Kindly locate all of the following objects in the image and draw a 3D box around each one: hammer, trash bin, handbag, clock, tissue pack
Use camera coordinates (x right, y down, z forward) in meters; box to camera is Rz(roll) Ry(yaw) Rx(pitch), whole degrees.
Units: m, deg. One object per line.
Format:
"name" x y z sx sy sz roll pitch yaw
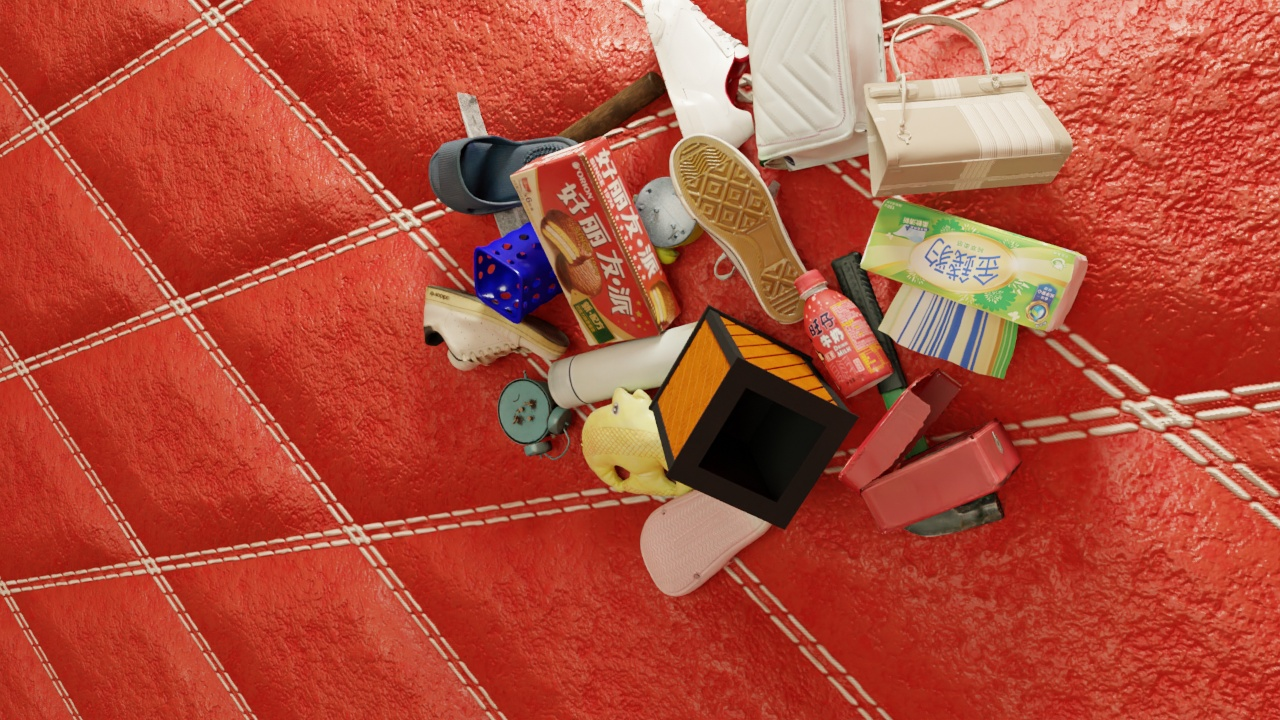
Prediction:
"hammer" 0.275 0.035 0.996 0.130 0.032 0.318 -22 82 30
"trash bin" 0.111 0.055 0.977 0.139 0.171 0.140 26 106 -14
"handbag" 0.186 -0.314 0.990 0.142 0.096 0.198 -3 93 45
"clock" -0.135 0.077 1.221 0.124 0.053 0.090 49 115 18
"tissue pack" 0.322 -0.067 0.920 0.198 0.120 0.141 26 107 33
"handbag" 0.308 -0.266 0.917 0.175 0.062 0.197 -5 66 -1
"hammer" -0.103 -0.311 1.170 0.301 0.037 0.217 -25 81 34
"clock" 0.029 -0.167 1.104 0.119 0.057 0.083 -44 78 22

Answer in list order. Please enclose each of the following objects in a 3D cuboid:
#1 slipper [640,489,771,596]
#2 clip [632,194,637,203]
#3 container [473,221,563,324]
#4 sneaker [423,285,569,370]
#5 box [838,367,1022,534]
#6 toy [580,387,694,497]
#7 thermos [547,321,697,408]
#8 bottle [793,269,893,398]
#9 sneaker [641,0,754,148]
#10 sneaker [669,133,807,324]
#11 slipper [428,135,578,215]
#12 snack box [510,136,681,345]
"slipper" 0.078 0.204 1.106 0.222 0.055 0.106 -43 71 35
"clip" -0.013 -0.169 1.153 0.061 0.023 0.076 -2 90 31
"container" -0.141 -0.118 1.164 0.084 0.113 0.085 34 139 23
"sneaker" -0.209 -0.028 1.234 0.242 0.088 0.102 21 94 32
"box" 0.283 0.101 0.890 0.127 0.157 0.137 45 114 16
"toy" -0.003 0.105 1.134 0.171 0.064 0.155 4 119 31
"thermos" -0.007 0.007 1.136 0.231 0.067 0.068 -15 86 31
"bottle" 0.210 -0.032 0.978 0.062 0.061 0.137 -35 74 27
"sneaker" 0.075 -0.351 1.063 0.104 0.090 0.236 -18 76 8
"sneaker" 0.118 -0.151 1.040 0.118 0.087 0.241 -32 100 11
"slipper" -0.190 -0.237 1.167 0.264 0.082 0.101 5 100 34
"snack box" -0.051 -0.135 1.092 0.113 0.060 0.236 -7 118 38
